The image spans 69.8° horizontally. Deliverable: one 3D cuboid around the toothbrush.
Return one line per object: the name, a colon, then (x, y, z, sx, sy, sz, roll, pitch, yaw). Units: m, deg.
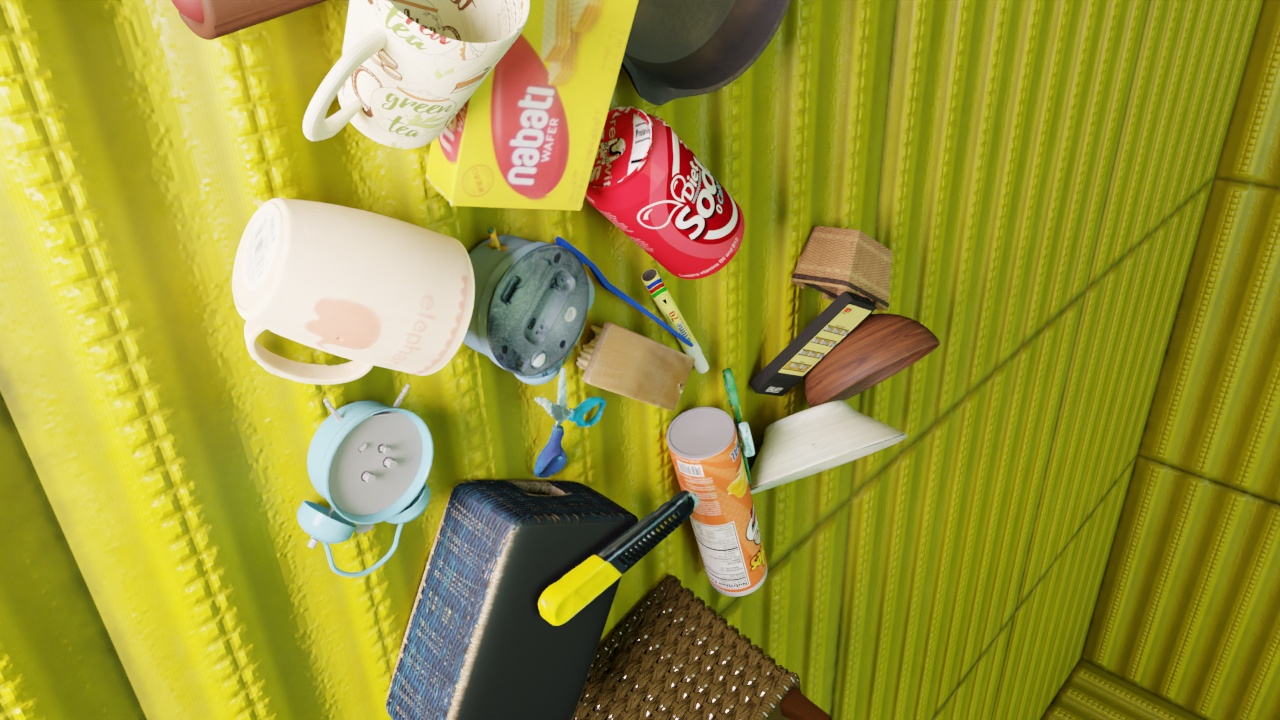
toothbrush: (-0.009, -0.045, 0.710, 0.011, 0.016, 0.186, -56, 139, -2)

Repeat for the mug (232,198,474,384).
mug: (-0.164, -0.031, 0.496, 0.104, 0.085, 0.112, 17, 124, -43)

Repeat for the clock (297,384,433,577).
clock: (-0.168, 0.080, 0.569, 0.087, 0.042, 0.123, -11, 115, -47)

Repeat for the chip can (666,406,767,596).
chip can: (0.076, 0.139, 0.875, 0.062, 0.062, 0.210, -43, 137, -28)

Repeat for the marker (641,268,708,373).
marker: (0.032, -0.030, 0.775, 0.014, 0.014, 0.132, -53, 141, -17)

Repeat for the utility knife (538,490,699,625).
utility knife: (-0.009, 0.142, 0.691, 0.170, 0.020, 0.029, -30, 129, -38)

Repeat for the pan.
pan: (-0.011, -0.303, 0.560, 0.355, 0.043, 0.249, 9, 102, -50)

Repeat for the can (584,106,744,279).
can: (0.017, -0.117, 0.663, 0.142, 0.074, 0.074, 34, 81, -52)

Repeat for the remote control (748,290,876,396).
remote control: (0.167, -0.014, 0.893, 0.058, 0.013, 0.134, 7, 133, -51)

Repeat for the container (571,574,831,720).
container: (0.015, 0.393, 0.814, 0.320, 0.205, 0.177, -41, 135, -30)

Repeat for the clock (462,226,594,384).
clock: (-0.074, -0.033, 0.616, 0.124, 0.052, 0.088, 36, 78, -53)

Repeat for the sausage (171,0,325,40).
sausage: (-0.154, -0.198, 0.447, 0.155, 0.040, 0.040, -37, 133, -33)

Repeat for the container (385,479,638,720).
container: (-0.092, 0.190, 0.691, 0.145, 0.071, 0.187, 10, 100, -52)

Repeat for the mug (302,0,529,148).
mug: (-0.120, -0.145, 0.447, 0.081, 0.097, 0.121, 39, 52, -9)

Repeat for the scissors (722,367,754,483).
scissors: (0.096, 0.070, 0.855, 0.012, 0.119, 0.129, -14, 117, 2)

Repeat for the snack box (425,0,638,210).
snack box: (-0.056, -0.184, 0.519, 0.092, 0.042, 0.201, -4, 126, -37)

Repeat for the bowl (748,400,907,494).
bowl: (0.177, 0.082, 0.934, 0.176, 0.177, 0.057, -5, 71, -49)

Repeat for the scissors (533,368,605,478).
scissors: (-0.063, 0.051, 0.671, 0.086, 0.015, 0.135, -54, 163, -7)

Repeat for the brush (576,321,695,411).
brush: (-0.004, 0.004, 0.729, 0.117, 0.039, 0.049, 20, 93, -53)

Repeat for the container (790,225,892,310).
container: (0.207, -0.092, 0.918, 0.113, 0.063, 0.061, 14, 90, -52)

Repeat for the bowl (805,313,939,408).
bowl: (0.228, -0.011, 0.959, 0.147, 0.069, 0.147, -26, 167, -6)
